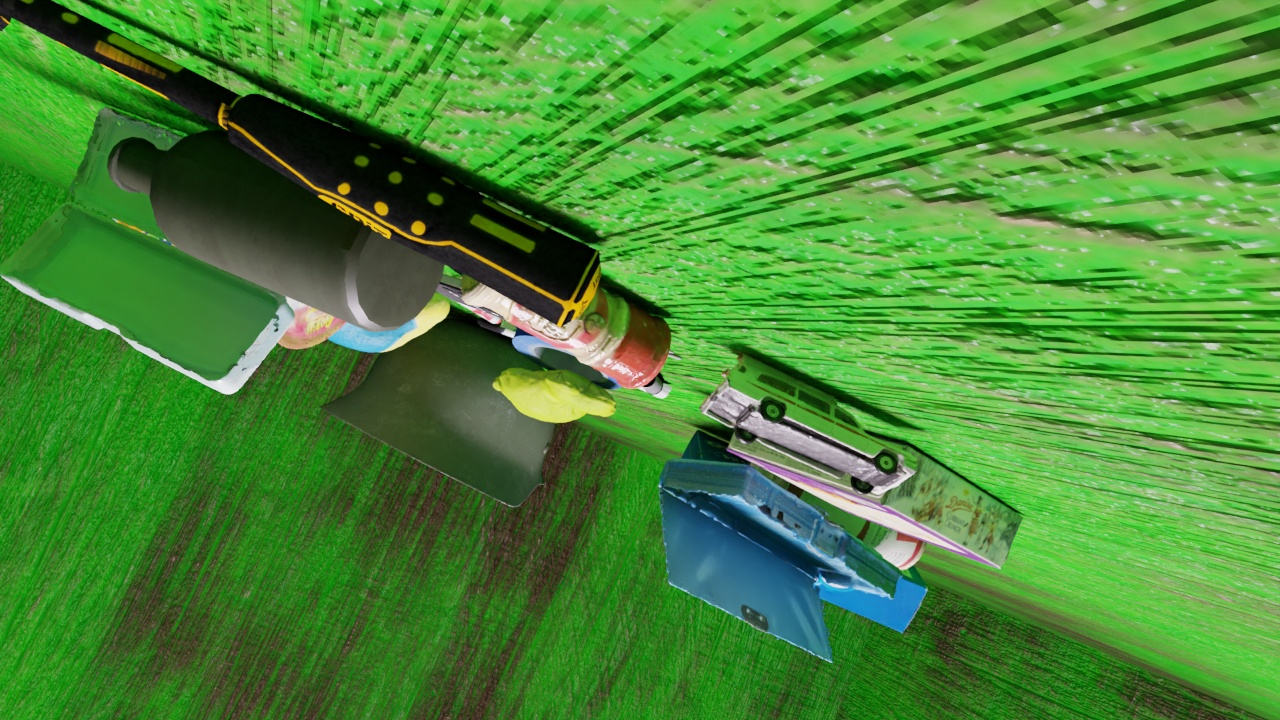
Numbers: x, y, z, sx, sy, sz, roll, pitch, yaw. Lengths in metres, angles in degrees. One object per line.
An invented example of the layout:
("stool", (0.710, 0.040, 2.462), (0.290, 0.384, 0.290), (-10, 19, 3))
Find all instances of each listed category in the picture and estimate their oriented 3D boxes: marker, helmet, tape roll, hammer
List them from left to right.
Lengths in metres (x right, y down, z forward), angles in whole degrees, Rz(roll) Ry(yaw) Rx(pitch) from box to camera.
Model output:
("hammer", (-0.162, -0.099, 0.366), (0.320, 0.036, 0.123), (27, 172, -4))
("marker", (-0.158, -0.058, 0.731), (0.013, 0.012, 0.142), (19, 171, 37))
("helmet", (-0.182, 0.043, 0.975), (0.227, 0.153, 0.268), (21, 168, 33))
("marker", (-0.093, -0.018, 0.818), (0.152, 0.011, 0.011), (18, 171, 36))
("tape roll", (-0.052, -0.005, 0.697), (0.091, 0.016, 0.093), (17, 163, 19))
("marker", (-0.004, 0.004, 0.667), (0.016, 0.016, 0.140), (22, 172, 16))

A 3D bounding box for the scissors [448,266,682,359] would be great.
("scissors", (-0.051, -0.033, 0.542), (0.153, 0.019, 0.128), (28, 173, -24))

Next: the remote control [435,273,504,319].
("remote control", (-0.091, -0.035, 0.540), (0.045, 0.008, 0.147), (32, 172, -41))

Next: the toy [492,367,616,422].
("toy", (-0.066, 0.027, 0.721), (0.094, 0.036, 0.094), (22, 158, -15))

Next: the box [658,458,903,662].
("box", (0.107, 0.169, 0.732), (0.094, 0.102, 0.231), (-1, 152, 45))

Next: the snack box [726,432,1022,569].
("snack box", (0.158, 0.084, 0.629), (0.148, 0.040, 0.144), (29, 172, -36))

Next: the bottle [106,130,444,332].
("bottle", (-0.201, -0.078, 0.482), (0.207, 0.071, 0.071), (21, 173, 24))

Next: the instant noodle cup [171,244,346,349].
("instant noodle cup", (-0.253, -0.075, 0.620), (0.108, 0.097, 0.097), (29, 175, 16))

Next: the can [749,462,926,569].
("can", (0.176, 0.133, 0.825), (0.170, 0.067, 0.067), (26, 173, -19))

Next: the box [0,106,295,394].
("box", (-0.291, -0.071, 0.566), (0.197, 0.136, 0.049), (22, 173, 19))

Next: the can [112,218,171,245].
("can", (-0.436, -0.120, 0.908), (0.142, 0.079, 0.079), (23, 173, 4))

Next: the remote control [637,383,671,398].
("remote control", (-0.036, -0.001, 0.752), (0.131, 0.012, 0.033), (26, 173, -12))

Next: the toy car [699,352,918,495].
("toy car", (0.091, 0.034, 0.489), (0.113, 0.039, 0.039), (24, 147, -8))

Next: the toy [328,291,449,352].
("toy", (-0.285, -0.070, 0.776), (0.149, 0.084, 0.214), (17, 173, 34))

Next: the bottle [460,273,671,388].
("bottle", (-0.036, -0.024, 0.456), (0.109, 0.044, 0.044), (29, 171, -32))

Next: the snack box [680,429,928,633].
("snack box", (0.156, 0.167, 0.950), (0.239, 0.056, 0.195), (23, -167, -4))
